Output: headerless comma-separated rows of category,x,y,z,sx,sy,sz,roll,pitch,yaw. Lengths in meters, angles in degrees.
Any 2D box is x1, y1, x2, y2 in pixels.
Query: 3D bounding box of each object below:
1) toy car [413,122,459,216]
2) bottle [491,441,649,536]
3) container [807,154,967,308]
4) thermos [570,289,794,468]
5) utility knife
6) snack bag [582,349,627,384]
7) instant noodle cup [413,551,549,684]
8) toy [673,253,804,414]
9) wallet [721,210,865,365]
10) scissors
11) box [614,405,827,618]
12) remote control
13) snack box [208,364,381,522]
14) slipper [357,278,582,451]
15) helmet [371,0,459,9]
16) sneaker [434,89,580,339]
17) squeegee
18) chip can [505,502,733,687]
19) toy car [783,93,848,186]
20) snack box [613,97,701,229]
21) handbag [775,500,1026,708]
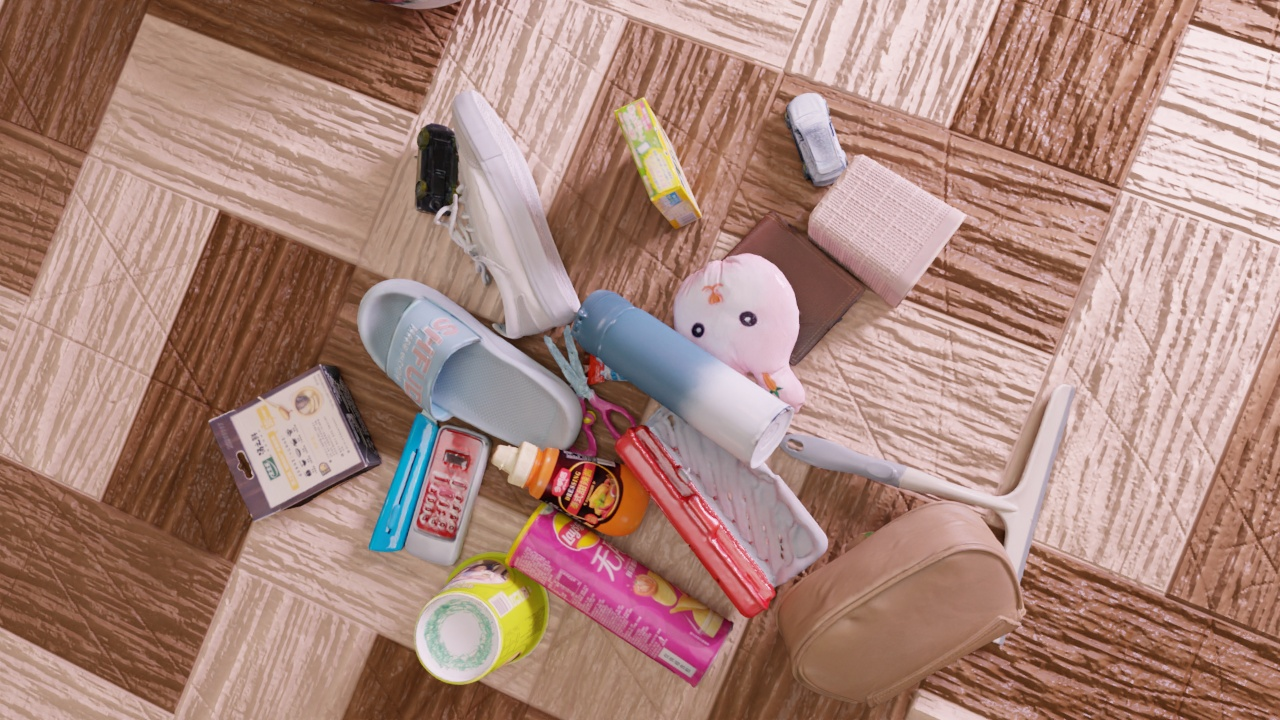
toy car,-0.206,-0.191,0.917,0.035,0.042,0.090,2,88,52
bottle,-0.067,0.113,0.854,0.149,0.067,0.067,22,90,-9
container,0.218,-0.120,0.836,0.111,0.090,0.090,38,92,11
thermos,0.032,0.009,0.823,0.220,0.070,0.070,35,92,24
utility knife,-0.232,0.117,0.916,0.034,0.018,0.159,17,88,9
snack bag,-0.005,0.005,0.889,0.104,0.026,0.048,7,101,9
instant noodle cup,-0.151,0.242,0.845,0.112,0.123,0.111,0,87,7
toy,0.095,-0.017,0.846,0.121,0.054,0.159,-14,102,30
wallet,0.134,-0.069,0.872,0.124,0.032,0.101,43,95,9
scissors,-0.047,0.027,0.883,0.084,0.017,0.138,-10,100,12
box,0.077,0.121,0.838,0.102,0.095,0.201,-40,82,6
remote control,-0.190,0.133,0.909,0.056,0.020,0.136,16,89,7
snack box,-0.342,0.081,0.915,0.126,0.053,0.113,-27,84,6
slipper,-0.170,0.018,0.872,0.245,0.074,0.104,31,118,5
helmet,-0.206,-0.455,0.880,0.229,0.145,0.258,-6,94,8
sneaker,-0.143,-0.136,0.889,0.091,0.089,0.242,-22,91,10
squeegee,0.248,0.108,0.843,0.247,0.039,0.246,16,90,8
chip can,-0.020,0.217,0.857,0.210,0.071,0.071,32,91,7
toy car,0.167,-0.212,0.874,0.043,0.034,0.090,-19,83,9
snack box,0.019,-0.176,0.837,0.034,0.140,0.087,-23,84,7
handbag,0.223,0.211,0.795,0.205,0.099,0.148,-36,119,16
